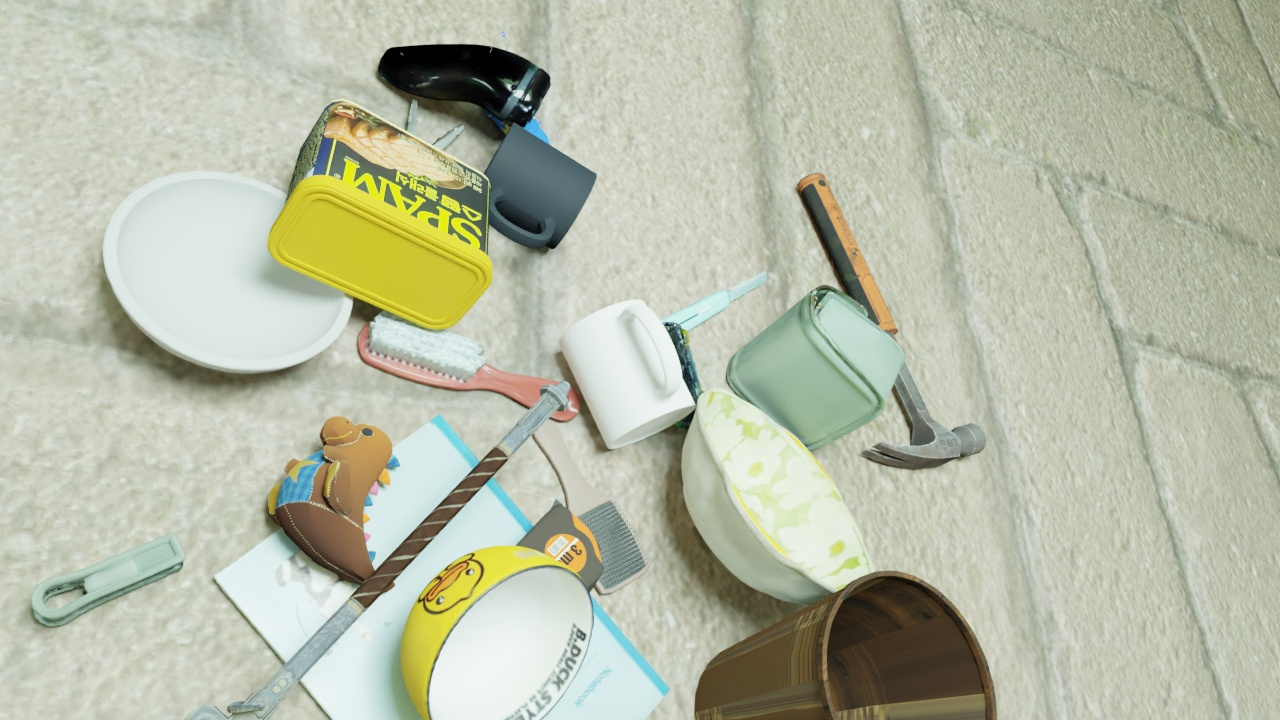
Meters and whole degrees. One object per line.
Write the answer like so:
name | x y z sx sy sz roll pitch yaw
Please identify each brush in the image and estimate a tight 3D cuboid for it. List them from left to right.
brush | -0.118 0.005 0.667 0.172 0.030 0.040 20 57 -21
brush | -0.040 0.102 0.671 0.049 0.015 0.135 -22 78 -38

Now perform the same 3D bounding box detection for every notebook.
notebook | -0.115 0.178 0.590 0.253 0.009 0.180 49 51 1

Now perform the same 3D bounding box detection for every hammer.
hammer | -0.142 0.119 0.519 0.044 0.099 0.321 44 60 -3
hammer | 0.217 -0.043 0.890 0.137 0.035 0.314 -9 70 -34

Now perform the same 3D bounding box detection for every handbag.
handbag | 0.146 0.006 0.764 0.106 0.122 0.067 42 51 -5

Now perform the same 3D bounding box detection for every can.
can | -0.171 -0.100 0.628 0.135 0.075 0.104 26 39 -30

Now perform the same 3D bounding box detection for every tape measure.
tape measure | -0.056 0.136 0.619 0.059 0.038 0.058 38 50 9

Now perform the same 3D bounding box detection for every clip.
clip | -0.292 0.120 0.504 0.075 0.042 0.023 -23 77 -37

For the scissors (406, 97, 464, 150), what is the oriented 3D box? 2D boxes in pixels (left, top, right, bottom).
scissors | -0.177 -0.133 0.717 0.141 0.014 0.158 -27 81 -34

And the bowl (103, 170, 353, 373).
bowl | -0.266 -0.050 0.596 0.149 0.043 0.149 21 50 -27

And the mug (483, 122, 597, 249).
mug | -0.089 -0.128 0.723 0.077 0.071 0.104 30 40 -14

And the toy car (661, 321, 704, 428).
toy car | 0.026 0.013 0.749 0.038 0.027 0.089 -13 86 -37

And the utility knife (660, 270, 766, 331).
utility knife | 0.062 -0.049 0.814 0.165 0.015 0.022 -30 105 -40

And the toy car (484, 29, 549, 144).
toy car | -0.102 -0.222 0.776 0.033 0.062 0.092 -34 85 -38

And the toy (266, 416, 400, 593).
toy | -0.175 0.090 0.574 0.103 0.071 0.090 55 35 -22

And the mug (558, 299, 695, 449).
mug | -0.004 0.004 0.683 0.073 0.111 0.090 -19 76 -28

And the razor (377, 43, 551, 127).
razor | -0.143 -0.225 0.748 0.140 0.064 0.052 13 56 11

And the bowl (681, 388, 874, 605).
bowl | 0.091 0.112 0.685 0.188 0.060 0.219 50 19 8

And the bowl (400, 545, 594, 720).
bowl | -0.093 0.162 0.549 0.117 0.068 0.117 -20 120 -38

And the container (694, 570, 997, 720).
container | 0.121 0.224 0.604 0.132 0.168 0.132 14 59 -24
